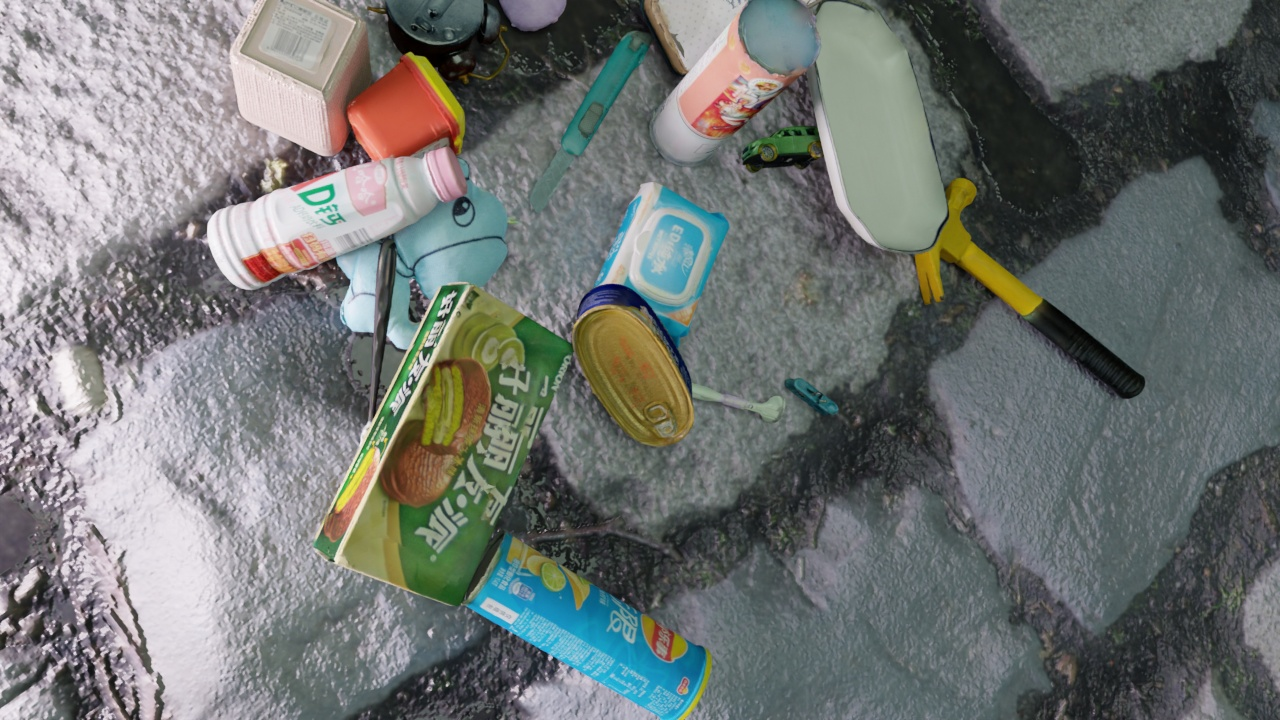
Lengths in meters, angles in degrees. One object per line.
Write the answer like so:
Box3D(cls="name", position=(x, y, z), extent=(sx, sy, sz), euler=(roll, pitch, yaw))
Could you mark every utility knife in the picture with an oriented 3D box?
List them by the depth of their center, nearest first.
Box3D(cls="utility knife", position=(-0.046, -0.226, 0.852), extent=(0.029, 0.013, 0.215), euler=(31, 76, -11))

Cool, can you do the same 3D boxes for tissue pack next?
Box3D(cls="tissue pack", position=(0.018, -0.086, 0.829), extent=(0.090, 0.063, 0.140), euler=(25, 77, -13))

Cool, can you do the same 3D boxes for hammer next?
Box3D(cls="hammer", position=(0.409, -0.055, 0.959), extent=(0.300, 0.033, 0.128), euler=(35, 76, -10))

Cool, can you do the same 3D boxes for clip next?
Box3D(cls="clip", position=(0.165, 0.035, 0.882), extent=(0.056, 0.042, 0.014), euler=(34, 78, -12))

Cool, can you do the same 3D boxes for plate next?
Box3D(cls="plate", position=(0.222, -0.226, 0.896), extent=(0.161, 0.034, 0.265), euler=(-6, 80, -38))

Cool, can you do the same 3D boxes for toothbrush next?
Box3D(cls="toothbrush", position=(-0.216, -0.010, 0.753), extent=(0.015, 0.018, 0.181), euler=(7, 95, -5))
Box3D(cls="toothbrush", position=(0.044, 0.026, 0.849), extent=(0.189, 0.020, 0.029), euler=(14, 112, -13))

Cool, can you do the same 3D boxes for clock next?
Box3D(cls="clock", position=(-0.171, -0.294, 0.801), extent=(0.122, 0.055, 0.082), euler=(34, 75, -11))

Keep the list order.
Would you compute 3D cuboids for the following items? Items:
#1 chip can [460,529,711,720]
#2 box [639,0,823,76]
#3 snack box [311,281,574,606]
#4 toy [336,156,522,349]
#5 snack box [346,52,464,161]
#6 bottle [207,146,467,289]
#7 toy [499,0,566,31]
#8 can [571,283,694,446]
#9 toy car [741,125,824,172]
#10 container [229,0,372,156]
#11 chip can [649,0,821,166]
Box3D(cls="chip can", position=(-0.045, 0.225, 0.772), extent=(0.210, 0.071, 0.071), euler=(33, 76, -10))
Box3D(cls="box", position=(0.086, -0.335, 0.851), extent=(0.184, 0.061, 0.090), euler=(-28, 110, 2))
Box3D(cls="snack box", position=(-0.155, 0.066, 0.744), extent=(0.114, 0.063, 0.239), euler=(33, 74, -34))
Box3D(cls="toy", position=(-0.178, -0.092, 0.780), extent=(0.156, 0.050, 0.161), euler=(-5, 93, -17))
Box3D(cls="snack box", position=(-0.195, -0.198, 0.767), extent=(0.080, 0.091, 0.082), euler=(-37, 94, -11))
Box3D(cls="bottle", position=(-0.235, -0.118, 0.724), extent=(0.197, 0.068, 0.068), euler=(-20, 90, 3))
Box3D(cls="toy", position=(-0.115, -0.349, 0.833), extent=(0.084, 0.039, 0.108), euler=(-40, 99, 1))
Box3D(cls="can", position=(-0.005, 0.005, 0.791), extent=(0.075, 0.049, 0.148), euler=(-25, 116, 16))
Box3D(cls="toy car", position=(0.141, -0.205, 0.891), extent=(0.091, 0.043, 0.036), euler=(-12, 89, -20))
Box3D(cls="container", position=(-0.270, -0.235, 0.735), extent=(0.090, 0.111, 0.089), euler=(24, 77, -13))
Box3D(cls="chip can", position=(0.073, -0.233, 0.782), extent=(0.071, 0.215, 0.071), euler=(2, 83, -17))
